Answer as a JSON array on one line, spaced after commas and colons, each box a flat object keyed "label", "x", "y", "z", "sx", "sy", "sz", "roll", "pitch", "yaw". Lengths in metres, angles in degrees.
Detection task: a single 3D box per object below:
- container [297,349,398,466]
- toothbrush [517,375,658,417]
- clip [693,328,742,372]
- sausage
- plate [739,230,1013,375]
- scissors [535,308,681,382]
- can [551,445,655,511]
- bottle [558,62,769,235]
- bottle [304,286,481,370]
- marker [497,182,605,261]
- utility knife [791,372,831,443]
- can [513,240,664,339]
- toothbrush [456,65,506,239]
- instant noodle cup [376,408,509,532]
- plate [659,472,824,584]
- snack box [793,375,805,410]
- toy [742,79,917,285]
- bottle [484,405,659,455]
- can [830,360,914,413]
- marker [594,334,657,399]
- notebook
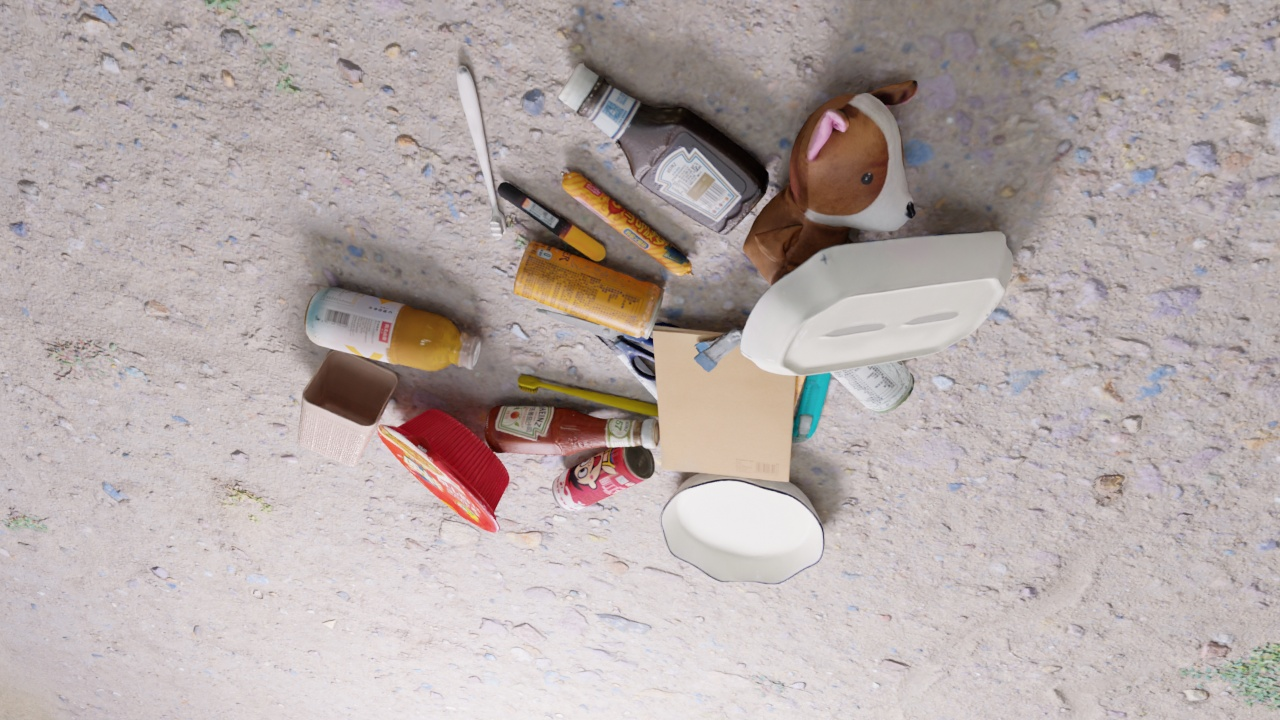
[{"label": "container", "x": -0.361, "y": 0.061, "z": 1.118, "sx": 0.090, "sy": 0.089, "sz": 0.111, "roll": 25, "pitch": 137, "yaw": -9}, {"label": "toothbrush", "x": -0.051, "y": 0.046, "z": 1.066, "sx": 0.190, "sy": 0.015, "sz": 0.017, "roll": 12, "pitch": 139, "yaw": 4}, {"label": "clip", "x": 0.082, "y": -0.014, "z": 0.922, "sx": 0.058, "sy": 0.045, "sz": 0.027, "roll": -33, "pitch": 113, "yaw": 25}, {"label": "sausage", "x": -0.012, "y": -0.130, "z": 0.886, "sx": 0.165, "sy": 0.021, "sz": 0.022, "roll": 35, "pitch": 131, "yaw": -18}, {"label": "plate", "x": 0.215, "y": -0.041, "z": 0.802, "sx": 0.265, "sy": 0.034, "sz": 0.162, "roll": -7, "pitch": 145, "yaw": -24}, {"label": "scissors", "x": -0.023, "y": -0.036, "z": 0.969, "sx": 0.125, "sy": 0.012, "sz": 0.173, "roll": -32, "pitch": 119, "yaw": 19}, {"label": "can", "x": -0.048, "y": 0.143, "z": 1.130, "sx": 0.133, "sy": 0.053, "sz": 0.053, "roll": -29, "pitch": 119, "yaw": 35}, {"label": "bottle", "x": 0.018, "y": -0.190, "z": 0.808, "sx": 0.195, "sy": 0.043, "sz": 0.080, "roll": 32, "pitch": 132, "yaw": -14}, {"label": "bottle", "x": -0.272, "y": -0.030, "z": 1.019, "sx": 0.189, "sy": 0.067, "sz": 0.068, "roll": 14, "pitch": 134, "yaw": 2}, {"label": "marker", "x": -0.087, "y": -0.137, "z": 0.905, "sx": 0.124, "sy": 0.015, "sz": 0.018, "roll": 33, "pitch": 94, "yaw": -14}, {"label": "utility knife", "x": 0.186, "y": 0.043, "z": 0.999, "sx": 0.029, "sy": 0.012, "sz": 0.151, "roll": 8, "pitch": 134, "yaw": 4}, {"label": "can", "x": -0.052, "y": -0.071, "z": 0.927, "sx": 0.146, "sy": 0.058, "sz": 0.058, "roll": 20, "pitch": 134, "yaw": -3}, {"label": "toothbrush", "x": -0.151, "y": -0.192, "z": 0.869, "sx": 0.016, "sy": 0.016, "sz": 0.180, "roll": 2, "pitch": 133, "yaw": 10}, {"label": "instant noodle cup", "x": -0.228, "y": 0.125, "z": 1.117, "sx": 0.194, "sy": 0.065, "sz": 0.194, "roll": 35, "pitch": 158, "yaw": 16}, {"label": "plate", "x": 0.127, "y": 0.205, "z": 1.147, "sx": 0.205, "sy": 0.045, "sz": 0.205, "roll": 7, "pitch": 133, "yaw": 7}, {"label": "snack box", "x": 0.131, "y": 0.038, "z": 1.000, "sx": 0.077, "sy": 0.026, "sz": 0.156, "roll": 13, "pitch": 134, "yaw": 5}, {"label": "toy", "x": 0.164, "y": -0.135, "z": 0.767, "sx": 0.130, "sy": 0.139, "sz": 0.200, "roll": 34, "pitch": 134, "yaw": 21}, {"label": "bottle", "x": -0.080, "y": 0.083, "z": 1.080, "sx": 0.206, "sy": 0.059, "sz": 0.060, "roll": 0, "pitch": 132, "yaw": 15}, {"label": "can", "x": 0.207, "y": -0.011, "z": 0.912, "sx": 0.146, "sy": 0.058, "sz": 0.058, "roll": 40, "pitch": 130, "yaw": -22}, {"label": "marker", "x": -0.006, "y": 0.006, "z": 1.016, "sx": 0.023, "sy": 0.018, "sz": 0.131, "roll": -8, "pitch": 133, "yaw": 48}, {"label": "notebook", "x": 0.092, "y": 0.053, "z": 0.998, "sx": 0.149, "sy": 0.012, "sz": 0.212, "roll": 5, "pitch": 132, "yaw": 12}]
